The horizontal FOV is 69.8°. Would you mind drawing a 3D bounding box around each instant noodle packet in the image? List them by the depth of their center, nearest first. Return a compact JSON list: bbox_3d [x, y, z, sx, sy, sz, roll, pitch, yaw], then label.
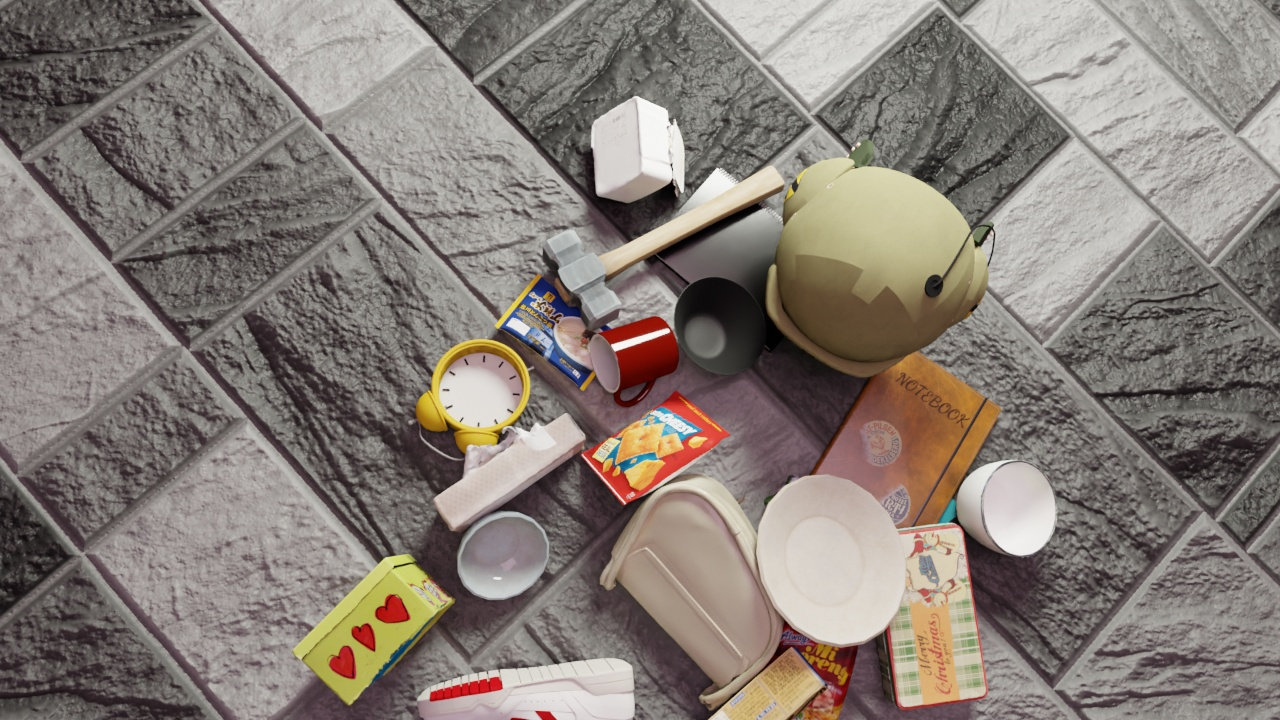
[{"bbox_3d":[0.193,0.368,1.067,0.098,0.040,0.135,18,77,5],"label":"instant noodle packet"},{"bbox_3d":[-0.099,-0.035,1.128,0.134,0.026,0.087,36,72,3],"label":"instant noodle packet"}]

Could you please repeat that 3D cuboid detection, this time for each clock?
[{"bbox_3d":[-0.197,0.046,1.088,0.113,0.052,0.151,33,72,1],"label":"clock"}]

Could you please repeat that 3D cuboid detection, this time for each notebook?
[{"bbox_3d":[0.331,0.121,1.147,0.178,0.014,0.249,34,76,2],"label":"notebook"},{"bbox_3d":[0.134,-0.132,1.180,0.206,0.016,0.149,40,78,3],"label":"notebook"}]

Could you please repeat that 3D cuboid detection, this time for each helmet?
[{"bbox_3d":[0.256,-0.102,1.052,0.250,0.256,0.232,35,73,3],"label":"helmet"}]

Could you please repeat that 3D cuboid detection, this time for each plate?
[{"bbox_3d":[0.210,0.222,1.027,0.188,0.027,0.188,7,68,-18],"label":"plate"}]

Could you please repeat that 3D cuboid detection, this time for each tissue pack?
[{"bbox_3d":[-0.152,0.121,1.050,0.181,0.104,0.071,-31,80,-11],"label":"tissue pack"}]

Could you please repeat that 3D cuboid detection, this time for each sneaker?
[{"bbox_3d":[-0.122,0.397,1.007,0.236,0.090,0.104,-4,84,-11],"label":"sneaker"}]

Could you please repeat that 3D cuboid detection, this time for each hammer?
[{"bbox_3d":[0.040,-0.159,1.141,0.322,0.051,0.117,-29,77,-15],"label":"hammer"}]

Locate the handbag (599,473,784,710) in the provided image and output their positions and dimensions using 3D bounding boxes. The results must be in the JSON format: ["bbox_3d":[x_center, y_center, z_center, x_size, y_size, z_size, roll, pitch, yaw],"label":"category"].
[{"bbox_3d":[0.075,0.256,1.066,0.184,0.131,0.229,-44,81,12],"label":"handbag"}]

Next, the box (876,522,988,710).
[{"bbox_3d":[0.335,0.298,1.082,0.117,0.050,0.205,-5,84,-4],"label":"box"}]

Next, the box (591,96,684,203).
[{"bbox_3d":[0.018,-0.258,1.169,0.130,0.103,0.110,5,75,-43],"label":"box"}]

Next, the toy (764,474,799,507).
[{"bbox_3d":[0.207,0.176,1.100,0.099,0.036,0.080,37,117,-2],"label":"toy"}]

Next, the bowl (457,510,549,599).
[{"bbox_3d":[-0.161,0.216,1.046,0.106,0.039,0.106,-7,109,-23],"label":"bowl"}]

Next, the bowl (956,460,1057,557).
[{"bbox_3d":[0.436,0.177,1.110,0.116,0.066,0.116,2,84,-21],"label":"bowl"}]

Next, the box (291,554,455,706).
[{"bbox_3d":[-0.266,0.268,0.945,0.082,0.221,0.124,42,79,4],"label":"box"}]

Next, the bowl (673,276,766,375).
[{"bbox_3d":[0.088,-0.036,1.130,0.124,0.053,0.124,6,74,-20],"label":"bowl"}]

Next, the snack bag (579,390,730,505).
[{"bbox_3d":[0.015,0.101,1.073,0.144,0.131,0.039,-32,122,-12],"label":"snack bag"}]

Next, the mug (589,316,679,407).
[{"bbox_3d":[-0.007,0.006,1.106,0.082,0.073,0.106,-18,121,-26],"label":"mug"}]

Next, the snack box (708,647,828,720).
[{"bbox_3d":[0.113,0.407,1.017,0.206,0.057,0.056,-41,65,-1],"label":"snack box"}]
